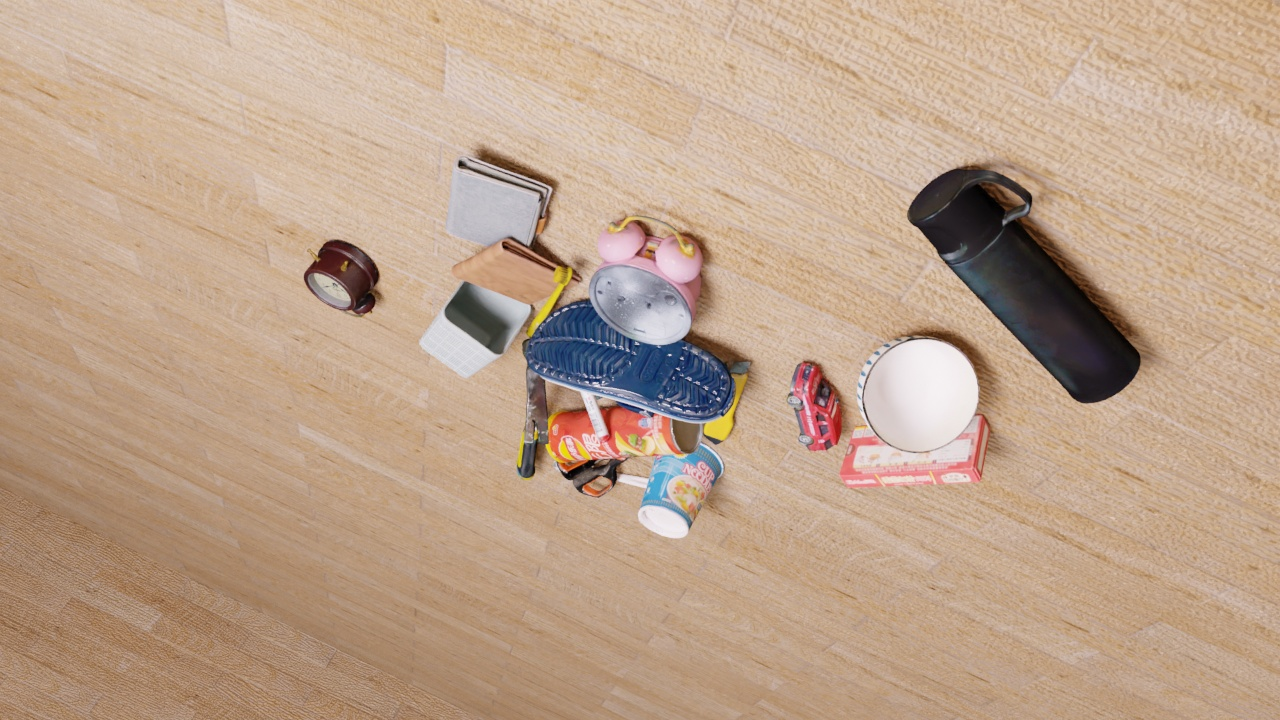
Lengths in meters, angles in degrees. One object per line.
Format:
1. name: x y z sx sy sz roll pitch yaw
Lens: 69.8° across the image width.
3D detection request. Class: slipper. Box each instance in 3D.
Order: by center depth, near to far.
1. slipper: -0.006 0.006 1.067 0.253 0.105 0.095 17 166 19

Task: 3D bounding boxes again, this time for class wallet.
1. wallet: -0.153 -0.164 0.985 0.106 0.036 0.130 17 154 -8
2. wallet: -0.141 -0.098 1.049 0.115 0.020 0.101 23 153 -37

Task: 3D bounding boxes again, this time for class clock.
1. clock: 0.009 -0.089 0.965 0.117 0.059 0.159 18 145 14
2. clock: -0.388 -0.101 1.197 0.082 0.055 0.122 18 145 12

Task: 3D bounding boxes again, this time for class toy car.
1. toy car: 0.197 0.053 1.031 0.045 0.052 0.120 1 140 28

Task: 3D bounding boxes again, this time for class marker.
1. marker: -0.069 0.035 1.149 0.017 0.017 0.145 -11 104 40

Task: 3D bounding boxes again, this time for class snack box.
1. snack box: 0.299 0.101 1.006 0.153 0.075 0.025 -10 130 39

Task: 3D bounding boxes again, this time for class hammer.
1. hammer: -0.151 0.098 1.261 0.032 0.126 0.324 0 153 -10

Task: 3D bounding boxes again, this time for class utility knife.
1. utility knife: 0.106 0.051 1.113 0.033 0.015 0.177 18 142 3

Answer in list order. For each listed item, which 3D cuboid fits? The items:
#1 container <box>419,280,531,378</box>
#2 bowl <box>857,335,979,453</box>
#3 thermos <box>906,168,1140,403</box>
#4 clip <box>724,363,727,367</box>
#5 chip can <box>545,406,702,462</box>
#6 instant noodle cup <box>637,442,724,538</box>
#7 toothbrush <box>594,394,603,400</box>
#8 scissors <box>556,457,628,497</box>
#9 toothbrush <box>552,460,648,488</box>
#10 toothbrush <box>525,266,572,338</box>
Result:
1. container: -0.208 -0.042 1.133 0.090 0.090 0.112 37 146 -14
2. bowl: 0.272 0.029 0.925 0.116 0.116 0.066 32 -172 -7
3. thermos: 0.337 -0.064 0.783 0.242 0.068 0.090 40 146 -19
4. clip: 0.079 0.013 1.086 0.034 0.013 0.055 31 142 -6
5. chip can: -0.025 0.095 1.200 0.217 0.073 0.073 -7 133 37
6. instant noodle cup: 0.048 0.173 1.220 0.099 0.109 0.099 16 143 12
7. toothbrush: -0.001 0.027 1.148 0.192 0.018 0.016 -16 126 43
8. scissors: -0.046 0.126 1.288 0.139 0.021 0.236 32 136 5
9. toothbrush: -0.049 0.171 1.358 0.180 0.016 0.016 8 148 25
10. toothbrush: -0.111 -0.066 1.075 0.016 0.015 0.191 11 157 -16
